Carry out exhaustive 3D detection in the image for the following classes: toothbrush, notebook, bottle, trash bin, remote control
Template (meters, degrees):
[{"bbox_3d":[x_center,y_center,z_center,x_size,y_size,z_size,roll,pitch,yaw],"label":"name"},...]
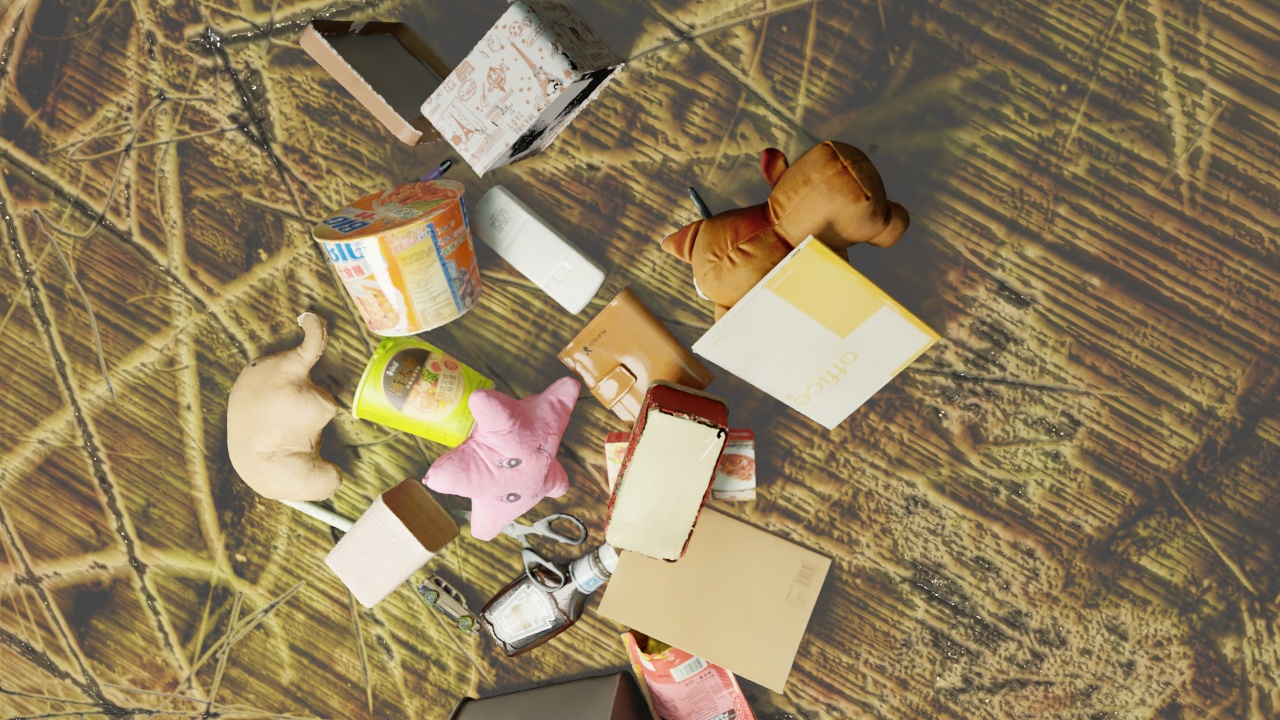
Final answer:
[{"bbox_3d":[-0.268,-0.154,0.967,0.189,0.016,0.014,-34,102,20],"label":"toothbrush"},{"bbox_3d":[0.095,-0.091,0.894,0.018,0.015,0.181,-28,100,30],"label":"toothbrush"},{"bbox_3d":[-0.357,0.199,1.101,0.189,0.020,0.029,25,131,5],"label":"toothbrush"},{"bbox_3d":[0.079,0.239,0.973,0.211,0.012,0.149,22,83,7],"label":"notebook"},{"bbox_3d":[-0.093,0.264,1.043,0.195,0.044,0.080,-36,86,20],"label":"bottle"},{"bbox_3d":[0.165,-0.017,0.839,0.206,0.010,0.146,29,118,-36],"label":"notebook"},{"bbox_3d":[-0.094,0.477,1.041,0.220,0.198,0.198,-21,103,13],"label":"trash bin"},{"bbox_3d":[-0.105,-0.113,0.934,0.150,0.021,0.058,40,113,-1],"label":"remote control"}]

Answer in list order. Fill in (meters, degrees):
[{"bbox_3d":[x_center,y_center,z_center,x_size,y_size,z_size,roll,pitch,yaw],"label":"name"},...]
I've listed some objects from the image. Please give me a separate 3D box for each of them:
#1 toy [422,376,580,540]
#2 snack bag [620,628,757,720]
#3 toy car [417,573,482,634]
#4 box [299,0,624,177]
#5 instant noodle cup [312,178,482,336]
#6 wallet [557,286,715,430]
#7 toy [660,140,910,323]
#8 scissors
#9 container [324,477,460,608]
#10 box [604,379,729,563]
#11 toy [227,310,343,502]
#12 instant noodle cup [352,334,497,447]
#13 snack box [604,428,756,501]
[{"bbox_3d":[-0.144,0.109,0.945,0.074,0.178,0.195,40,130,42],"label":"toy"},{"bbox_3d":[0.063,0.384,1.035,0.129,0.073,0.208,-17,108,23],"label":"snack bag"},{"bbox_3d":[-0.223,0.290,1.085,0.090,0.042,0.035,40,68,0],"label":"toy car"},{"bbox_3d":[-0.141,-0.273,0.808,0.205,0.180,0.158,44,114,-3],"label":"box"},{"bbox_3d":[-0.229,-0.100,0.907,0.151,0.151,0.111,-6,119,16],"label":"instant noodle cup"},{"bbox_3d":[-0.006,0.006,0.944,0.132,0.031,0.108,46,111,-3],"label":"wallet"},{"bbox_3d":[0.127,-0.112,0.828,0.200,0.130,0.140,-35,69,11],"label":"toy"},{"bbox_3d":[-0.140,0.193,1.026,0.163,0.014,0.165,-20,79,11],"label":"scissors"},{"bbox_3d":[-0.282,0.208,1.036,0.111,0.090,0.090,-44,88,14],"label":"container"},{"bbox_3d":[0.022,0.114,0.896,0.091,0.077,0.169,16,116,-3],"label":"box"},{"bbox_3d":[-0.404,0.054,1.039,0.143,0.082,0.226,6,106,7],"label":"toy"},{"bbox_3d":[-0.223,0.035,0.974,0.123,0.111,0.112,24,112,-3],"label":"instant noodle cup"},{"bbox_3d":[0.042,0.110,0.950,0.153,0.025,0.075,-2,116,6],"label":"snack box"}]
